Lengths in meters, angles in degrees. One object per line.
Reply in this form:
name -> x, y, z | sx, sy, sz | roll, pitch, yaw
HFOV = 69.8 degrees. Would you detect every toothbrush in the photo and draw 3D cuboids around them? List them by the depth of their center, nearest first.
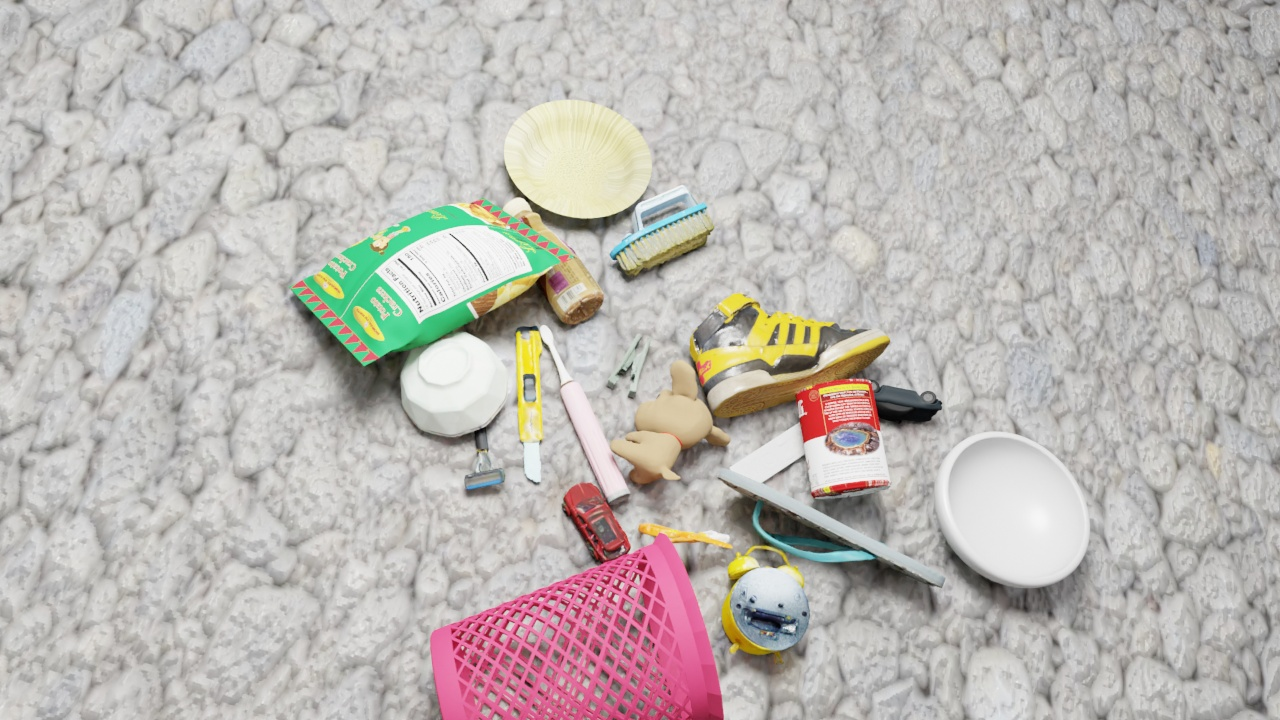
toothbrush -> -0.066, 0.055, 1.014 | 0.027, 0.026, 0.222 | -25, 69, -1

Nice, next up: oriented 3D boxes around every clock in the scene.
clock -> 0.127, 0.245, 0.938 | 0.083, 0.057, 0.118 | 13, 62, -4

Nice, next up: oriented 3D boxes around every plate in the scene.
plate -> -0.080, -0.245, 1.159 | 0.184, 0.036, 0.184 | 5, 62, -9

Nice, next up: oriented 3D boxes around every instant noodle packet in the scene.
instant noodle packet -> -0.229, -0.096, 1.000 | 0.252, 0.090, 0.196 | -31, 44, -25

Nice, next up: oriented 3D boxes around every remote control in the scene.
remote control -> 0.157, 0.105, 1.041 | 0.130, 0.012, 0.033 | -29, 80, -23

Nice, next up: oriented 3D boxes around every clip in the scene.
clip -> -0.003, 0.008, 1.054 | 0.050, 0.023, 0.078 | 38, 64, 6

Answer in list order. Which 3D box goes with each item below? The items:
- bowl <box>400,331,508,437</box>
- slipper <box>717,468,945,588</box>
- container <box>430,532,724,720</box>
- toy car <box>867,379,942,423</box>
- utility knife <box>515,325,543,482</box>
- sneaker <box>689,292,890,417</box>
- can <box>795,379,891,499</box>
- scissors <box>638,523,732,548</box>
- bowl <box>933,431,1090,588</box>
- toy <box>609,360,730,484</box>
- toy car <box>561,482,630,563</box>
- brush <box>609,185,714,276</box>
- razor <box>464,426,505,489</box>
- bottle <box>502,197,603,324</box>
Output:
bowl -> -0.201, 0.016, 0.971 | 0.117, 0.061, 0.117 | -1, 60, 1
slipper -> 0.192, 0.191, 0.973 | 0.268, 0.098, 0.054 | 26, 85, -7
container -> -0.063, 0.275, 0.828 | 0.225, 0.183, 0.183 | -14, 67, -10
toy car -> 0.297, 0.052, 1.080 | 0.112, 0.046, 0.034 | 11, 60, -4
utility knife -> -0.121, 0.044, 1.016 | 0.030, 0.018, 0.190 | -4, 67, -4
sneaker -> 0.166, -0.022, 1.068 | 0.238, 0.086, 0.122 | -16, 65, -21
can -> 0.222, 0.088, 1.011 | 0.086, 0.087, 0.116 | -3, 74, -13
scissors -> 0.054, 0.181, 0.938 | 0.128, 0.125, 0.011 | 10, 86, -39
bowl -> 0.404, 0.172, 1.028 | 0.176, 0.066, 0.176 | 5, 62, -9
toy -> 0.028, 0.080, 0.987 | 0.106, 0.134, 0.108 | 11, 52, 43
toy car -> -0.046, 0.168, 0.956 | 0.042, 0.036, 0.091 | -26, 65, -22
brush -> 0.017, -0.158, 1.123 | 0.135, 0.055, 0.075 | -27, 76, -23
razor -> -0.173, 0.072, 0.987 | 0.043, 0.022, 0.144 | -10, 60, -4
bottle -> -0.108, -0.121, 1.076 | 0.059, 0.060, 0.166 | -27, 71, -23
